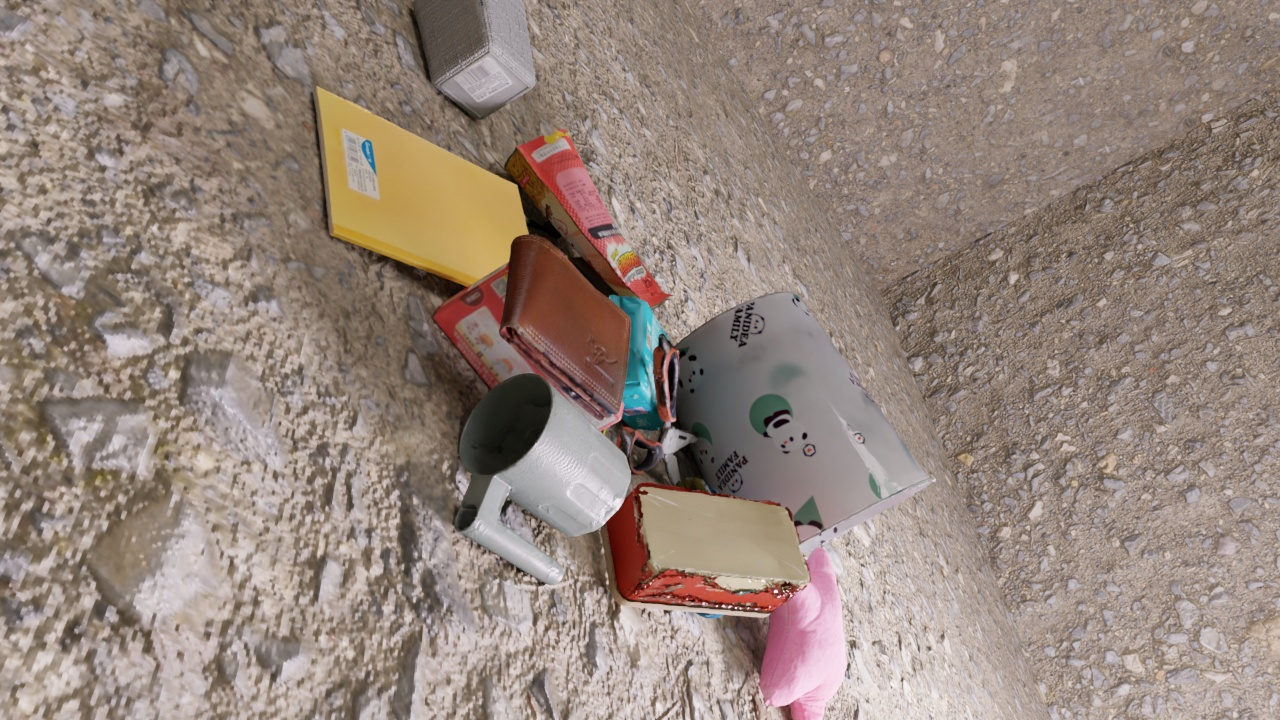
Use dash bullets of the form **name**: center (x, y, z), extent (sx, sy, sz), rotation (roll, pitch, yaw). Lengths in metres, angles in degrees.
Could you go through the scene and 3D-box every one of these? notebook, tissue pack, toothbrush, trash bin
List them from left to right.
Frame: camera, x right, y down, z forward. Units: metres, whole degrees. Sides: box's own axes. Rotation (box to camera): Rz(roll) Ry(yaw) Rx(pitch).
- **notebook**: center (-0.164, -0.124, 0.739), extent (0.206, 0.010, 0.145), rotation (20, 46, -47)
- **toothbrush**: center (-0.126, -0.145, 0.902), extent (0.017, 0.012, 0.185), rotation (62, 20, 16)
- **tissue pack**: center (-0.005, 0.005, 0.881), extent (0.133, 0.050, 0.093), rotation (56, 33, -61)
- **trash bin**: center (0.155, 0.078, 1.011), extent (0.251, 0.230, 0.229), rotation (62, 20, 17)

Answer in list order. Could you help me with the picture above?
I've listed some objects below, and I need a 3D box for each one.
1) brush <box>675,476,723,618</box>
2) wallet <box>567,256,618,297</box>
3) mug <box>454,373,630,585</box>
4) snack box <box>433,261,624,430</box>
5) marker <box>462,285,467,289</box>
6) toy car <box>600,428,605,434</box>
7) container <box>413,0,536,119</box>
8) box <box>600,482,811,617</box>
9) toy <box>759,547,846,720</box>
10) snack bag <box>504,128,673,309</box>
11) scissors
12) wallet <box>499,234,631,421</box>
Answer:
- **brush**: center (0.065, 0.182, 0.877), extent (0.073, 0.055, 0.143), rotation (44, 27, -36)
- **wallet**: center (-0.046, -0.072, 0.950), extent (0.090, 0.033, 0.115), rotation (48, 20, 4)
- **mug**: center (-0.073, 0.088, 0.659), extent (0.103, 0.084, 0.123), rotation (45, 53, -40)
- **snack box**: center (-0.086, 0.001, 0.722), extent (0.153, 0.075, 0.025), rotation (54, 21, -20)
- **marker**: center (-0.137, -0.083, 0.792), extent (0.017, 0.017, 0.145), rotation (51, 23, -27)
- **toy car**: center (-0.049, 0.059, 0.799), extent (0.048, 0.032, 0.105), rotation (40, 31, -45)
- **container**: center (-0.165, -0.318, 0.926), extent (0.090, 0.090, 0.114), rotation (29, 42, -55)
- **box**: center (0.060, 0.159, 0.773), extent (0.168, 0.078, 0.091), rotation (13, 47, -29)
- **toy**: center (0.163, 0.282, 0.927), extent (0.178, 0.075, 0.195), rotation (-34, 118, -53)
- **snack bag**: center (-0.047, -0.137, 0.945), extent (0.208, 0.073, 0.128), rotation (53, 16, 4)
- **scissors**: center (0.021, 0.067, 0.860), extent (0.188, 0.015, 0.227), rotation (-51, 147, -51)
- **wallet**: center (-0.054, -0.025, 0.679), extent (0.124, 0.032, 0.101), rotation (42, 35, -36)
